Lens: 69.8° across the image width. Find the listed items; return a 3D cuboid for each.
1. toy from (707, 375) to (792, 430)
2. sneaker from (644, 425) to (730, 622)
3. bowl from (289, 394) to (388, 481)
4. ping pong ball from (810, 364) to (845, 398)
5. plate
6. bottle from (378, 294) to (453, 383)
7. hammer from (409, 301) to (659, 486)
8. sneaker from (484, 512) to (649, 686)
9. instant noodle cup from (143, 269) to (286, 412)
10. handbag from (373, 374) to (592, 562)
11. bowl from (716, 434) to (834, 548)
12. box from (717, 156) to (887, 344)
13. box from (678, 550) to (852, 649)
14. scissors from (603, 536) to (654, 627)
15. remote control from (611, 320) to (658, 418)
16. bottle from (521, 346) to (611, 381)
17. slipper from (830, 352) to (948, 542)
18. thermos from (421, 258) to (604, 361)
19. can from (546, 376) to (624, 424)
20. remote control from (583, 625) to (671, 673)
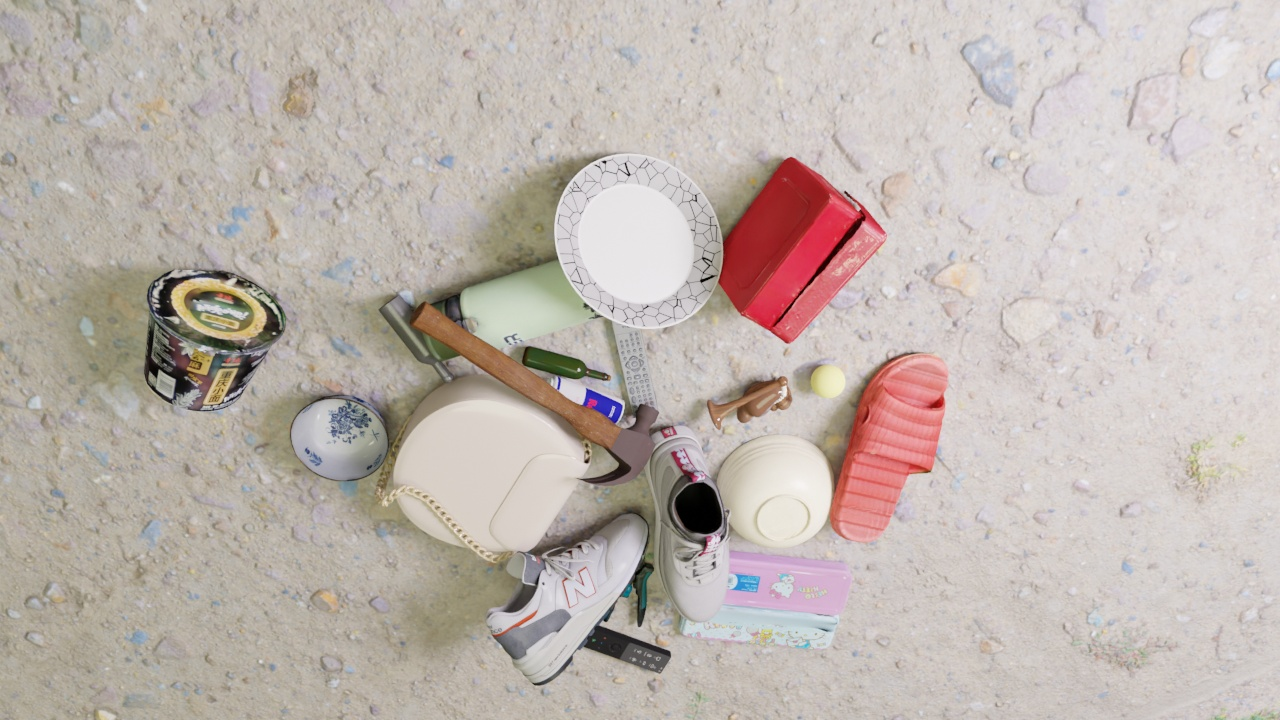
[{"bbox_3d":[0.136,0.049,1.088,0.102,0.041,0.054,-28,152,21],"label":"toy"},{"bbox_3d":[0.069,0.215,1.100,0.096,0.128,0.263,-13,110,-10],"label":"sneaker"},{"bbox_3d":[-0.352,0.084,1.091,0.114,0.045,0.114,-1,115,-1],"label":"bowl"},{"bbox_3d":[0.221,0.025,1.080,0.040,0.040,0.040,-1,115,-1],"label":"ping pong ball"},{"bbox_3d":[-0.002,-0.125,0.965,0.188,0.016,0.188,4,79,-21],"label":"plate"},{"bbox_3d":[-0.251,-0.021,1.045,0.030,0.030,0.113,-32,105,13],"label":"bottle"},{"bbox_3d":[-0.111,0.035,1.005,0.323,0.033,0.115,36,76,-29],"label":"hammer"},{"bbox_3d":[-0.096,0.264,1.110,0.124,0.089,0.239,41,73,-24],"label":"sneaker"},{"bbox_3d":[-0.474,-0.017,1.000,0.137,0.137,0.112,27,121,-14],"label":"instant noodle cup"},{"bbox_3d":[-0.182,0.128,1.086,0.208,0.103,0.211,26,113,-17],"label":"handbag"},{"bbox_3d":[0.171,0.174,1.131,0.151,0.075,0.151,-1,115,-2],"label":"bowl"},{"bbox_3d":[0.160,-0.117,0.965,0.110,0.134,0.158,33,109,-19],"label":"box"},{"bbox_3d":[0.166,0.326,1.230,0.214,0.034,0.151,7,119,-5],"label":"box"},{"bbox_3d":[-0.014,0.298,1.216,0.148,0.019,0.123,-38,110,13],"label":"scissors"},{"bbox_3d":[-0.006,0.006,1.080,0.033,0.013,0.137,-11,115,3],"label":"remote control"},{"bbox_3d":[-0.085,0.007,1.073,0.106,0.025,0.025,15,114,-8],"label":"bottle"},{"bbox_3d":[0.299,0.109,1.089,0.103,0.059,0.249,18,100,-15],"label":"slipper"},{"bbox_3d":[-0.127,-0.060,1.008,0.231,0.082,0.082,-16,115,6],"label":"thermos"},{"bbox_3d":[-0.067,0.047,1.080,0.095,0.032,0.032,20,113,-21],"label":"can"},{"bbox_3d":[-0.031,0.393,1.263,0.150,0.013,0.034,23,112,-12],"label":"remote control"}]
